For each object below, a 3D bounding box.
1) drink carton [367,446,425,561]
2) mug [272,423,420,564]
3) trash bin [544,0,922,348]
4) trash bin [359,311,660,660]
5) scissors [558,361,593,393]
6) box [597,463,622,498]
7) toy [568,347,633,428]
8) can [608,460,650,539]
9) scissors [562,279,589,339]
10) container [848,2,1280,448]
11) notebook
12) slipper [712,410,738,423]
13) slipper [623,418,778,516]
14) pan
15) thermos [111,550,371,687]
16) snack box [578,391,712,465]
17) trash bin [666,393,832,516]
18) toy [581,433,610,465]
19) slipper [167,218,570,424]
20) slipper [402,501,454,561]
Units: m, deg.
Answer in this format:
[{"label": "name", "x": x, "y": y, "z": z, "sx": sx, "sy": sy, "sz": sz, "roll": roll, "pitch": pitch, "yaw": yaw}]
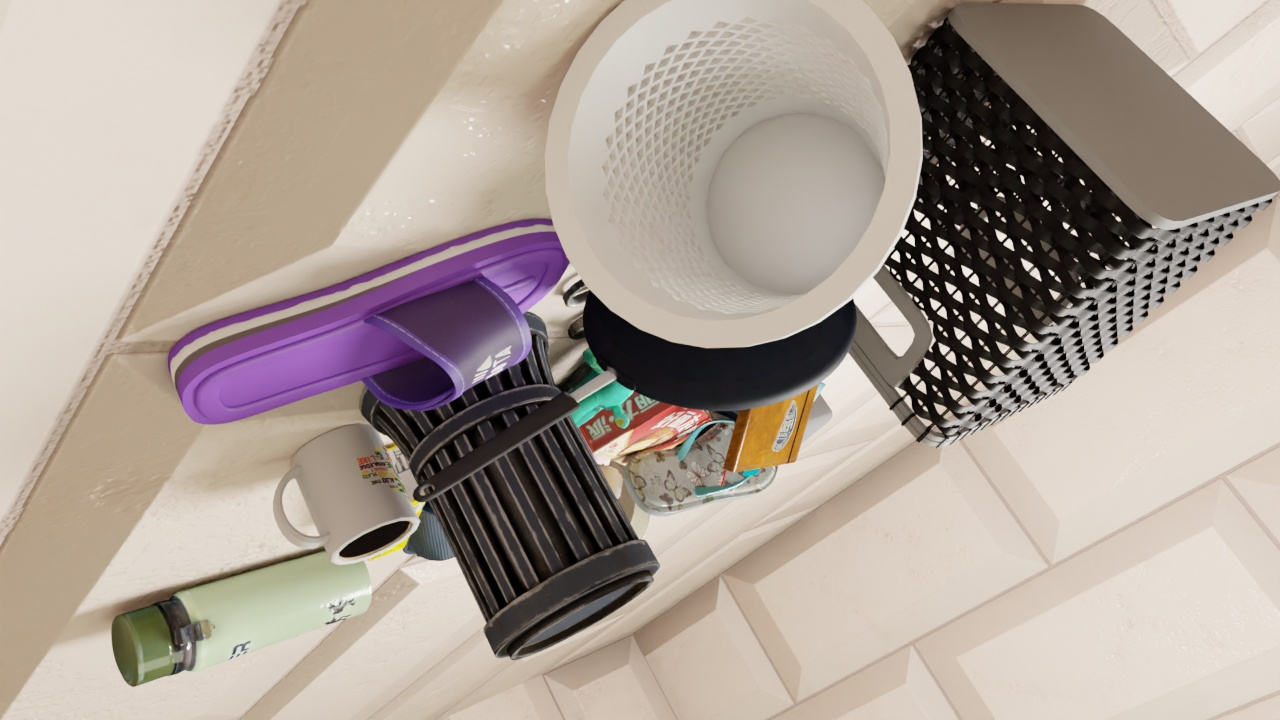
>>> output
[{"label": "drink carton", "x": -0.238, "y": 0.135, "z": 0.858, "sx": 0.042, "sy": 0.058, "sz": 0.135, "roll": -18, "pitch": 158, "yaw": -33}, {"label": "mug", "x": -0.244, "y": 0.112, "z": 0.743, "sx": 0.105, "sy": 0.089, "sz": 0.074, "roll": -11, "pitch": 153, "yaw": -45}, {"label": "trash bin", "x": 0.074, "y": -0.107, "z": 0.555, "sx": 0.196, "sy": 0.195, "sz": 0.199, "roll": -37, "pitch": 169, "yaw": 18}, {"label": "trash bin", "x": -0.097, "y": 0.101, "z": 0.721, "sx": 0.164, "sy": 0.227, "sz": 0.164, "roll": -27, "pitch": 161, "yaw": -11}, {"label": "scissors", "x": -0.081, "y": 0.032, "z": 0.894, "sx": 0.124, "sy": 0.019, "sz": 0.156, "roll": -30, "pitch": 163, "yaw": 2}, {"label": "box", "x": -0.086, "y": 0.155, "z": 0.968, "sx": 0.137, "sy": 0.108, "sz": 0.129, "roll": 7, "pitch": 119, "yaw": -2}, {"label": "toy", "x": -0.005, "y": 0.005, "z": 0.828, "sx": 0.193, "sy": 0.072, "sz": 0.130, "roll": -42, "pitch": 171, "yaw": 11}, {"label": "can", "x": -0.057, "y": 0.181, "z": 1.134, "sx": 0.128, "sy": 0.127, "sz": 0.073, "roll": -32, "pitch": 159, "yaw": 3}, {"label": "scissors", "x": -0.003, "y": -0.066, "z": 0.774, "sx": 0.158, "sy": 0.012, "sz": 0.162, "roll": -39, "pitch": 160, "yaw": 27}, {"label": "container", "x": 0.304, "y": -0.118, "z": 0.752, "sx": 0.245, "sy": 0.247, "sz": 0.244, "roll": -16, "pitch": 153, "yaw": -36}, {"label": "notebook", "x": 0.159, "y": 0.007, "z": 0.963, "sx": 0.178, "sy": 0.014, "sz": 0.249, "roll": 3, "pitch": 104, "yaw": -58}, {"label": "slipper", "x": 0.115, "y": 0.012, "z": 1.002, "sx": 0.095, "sy": 0.105, "sz": 0.252, "roll": -40, "pitch": 160, "yaw": 14}, {"label": "slipper", "x": 0.092, "y": 0.117, "z": 1.049, "sx": 0.268, "sy": 0.098, "sz": 0.055, "roll": -15, "pitch": 160, "yaw": -48}, {"label": "pan", "x": -0.003, "y": -0.002, "z": 0.635, "sx": 0.355, "sy": 0.199, "sz": 0.021, "roll": -32, "pitch": 139, "yaw": -27}, {"label": "thermos", "x": -0.381, "y": 0.245, "z": 0.890, "sx": 0.230, "sy": 0.082, "sz": 0.083, "roll": -9, "pitch": 151, "yaw": -46}, {"label": "snack box", "x": 0.008, "y": 0.060, "z": 1.007, "sx": 0.113, "sy": 0.060, "sz": 0.236, "roll": -32, "pitch": 166, "yaw": 3}, {"label": "trash bin", "x": 0.130, "y": 0.111, "z": 1.284, "sx": 0.219, "sy": 0.097, "sz": 0.192, "roll": -13, "pitch": 154, "yaw": -44}, {"label": "toy", "x": -0.068, "y": 0.117, "z": 1.060, "sx": 0.109, "sy": 0.047, "sz": 0.064, "roll": -26, "pitch": 125, "yaw": -46}, {"label": "slipper", "x": -0.154, "y": -0.002, "z": 0.601, "sx": 0.266, "sy": 0.084, "sz": 0.107, "roll": -21, "pitch": 159, "yaw": -25}, {"label": "slipper", "x": -0.200, "y": 0.171, "z": 0.970, "sx": 0.101, "sy": 0.082, "sz": 0.264, "roll": -23, "pitch": 160, "yaw": -27}]
